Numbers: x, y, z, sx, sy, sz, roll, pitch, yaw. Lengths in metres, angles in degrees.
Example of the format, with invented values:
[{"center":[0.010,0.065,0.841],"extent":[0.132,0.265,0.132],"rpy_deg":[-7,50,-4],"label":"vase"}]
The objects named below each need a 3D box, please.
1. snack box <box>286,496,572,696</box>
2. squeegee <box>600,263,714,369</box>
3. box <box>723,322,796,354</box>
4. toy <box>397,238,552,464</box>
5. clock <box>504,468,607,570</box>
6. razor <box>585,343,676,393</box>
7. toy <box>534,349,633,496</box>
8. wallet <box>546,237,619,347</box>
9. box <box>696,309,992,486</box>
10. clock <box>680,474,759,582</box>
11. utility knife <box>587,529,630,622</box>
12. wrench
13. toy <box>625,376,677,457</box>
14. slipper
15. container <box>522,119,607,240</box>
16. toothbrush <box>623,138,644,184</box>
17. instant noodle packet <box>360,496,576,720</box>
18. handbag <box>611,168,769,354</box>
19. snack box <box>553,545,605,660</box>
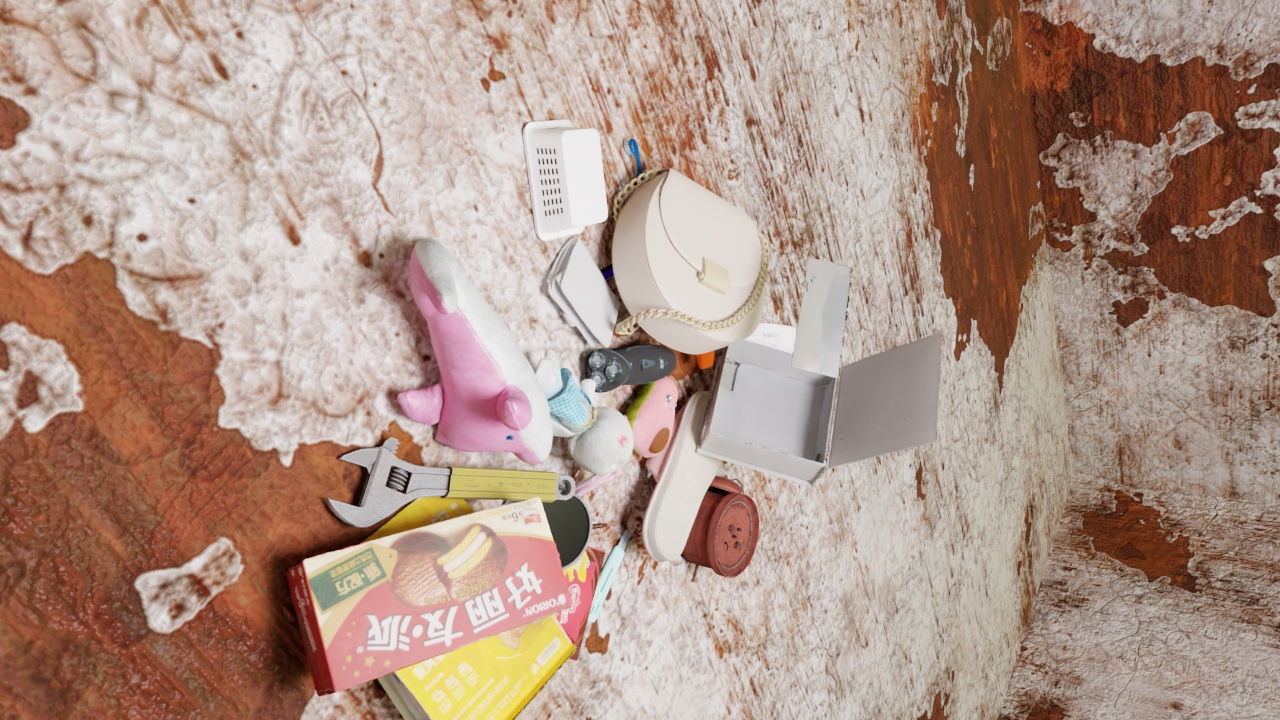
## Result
[{"center":[-0.187,0.209,0.836],"extent":[0.235,0.060,0.113],"rpy_deg":[-10,77,-37],"label":"snack box"},{"center":[0.062,-0.076,1.216],"extent":[0.248,0.055,0.185],"rpy_deg":[-35,113,-46],"label":"squeegee"},{"center":[0.177,-0.002,1.378],"extent":[0.124,0.137,0.109],"rpy_deg":[3,93,-12],"label":"box"},{"center":[-0.173,0.012,0.887],"extent":[0.128,0.186,0.266],"rpy_deg":[-24,122,-5],"label":"toy"},{"center":[-0.114,0.192,1.010],"extent":[0.147,0.056,0.104],"rpy_deg":[-37,115,-30],"label":"clock"},{"center":[-0.007,0.007,1.121],"extent":[0.140,0.064,0.053],"rpy_deg":[-9,100,-40],"label":"razor"},{"center":[-0.056,0.067,1.031],"extent":[0.130,0.106,0.205],"rpy_deg":[-54,133,-30],"label":"toy"},{"center":[-0.066,-0.076,1.072],"extent":[0.116,0.032,0.086],"rpy_deg":[57,40,-37],"label":"wallet"},{"center":[0.261,0.055,1.180],"extent":[0.150,0.370,0.166],"rpy_deg":[51,43,-42],"label":"box"},{"center":[0.116,0.234,1.308],"extent":[0.157,0.072,0.121],"rpy_deg":[-47,129,-39],"label":"clock"},{"center":[-0.042,0.270,1.151],"extent":[0.022,0.015,0.128],"rpy_deg":[36,60,-14],"label":"utility knife"},{"center":[-0.176,0.125,0.908],"extent":[0.273,0.018,0.083],"rpy_deg":[10,78,-40],"label":"wrench"},{"center":[0.014,0.068,1.172],"extent":[0.090,0.051,0.109],"rpy_deg":[46,54,-51],"label":"toy"},{"center":[0.052,0.148,1.227],"extent":[0.114,0.055,0.273],"rpy_deg":[60,39,-32],"label":"slipper"},{"center":[-0.079,-0.202,1.020],"extent":[0.080,0.050,0.129],"rpy_deg":[-23,112,-50],"label":"container"},{"center":[0.004,-0.217,1.161],"extent":[0.021,0.017,0.135],"rpy_deg":[-45,130,-36],"label":"toothbrush"},{"center":[-0.189,0.249,0.897],"extent":[0.162,0.084,0.221],"rpy_deg":[-40,103,-40],"label":"instant noodle packet"},{"center":[0.059,-0.115,1.135],"extent":[0.210,0.104,0.208],"rpy_deg":[22,61,-37],"label":"handbag"},{"center":[-0.090,0.280,1.081],"extent":[0.089,0.021,0.132],"rpy_deg":[31,69,-49],"label":"snack box"}]
